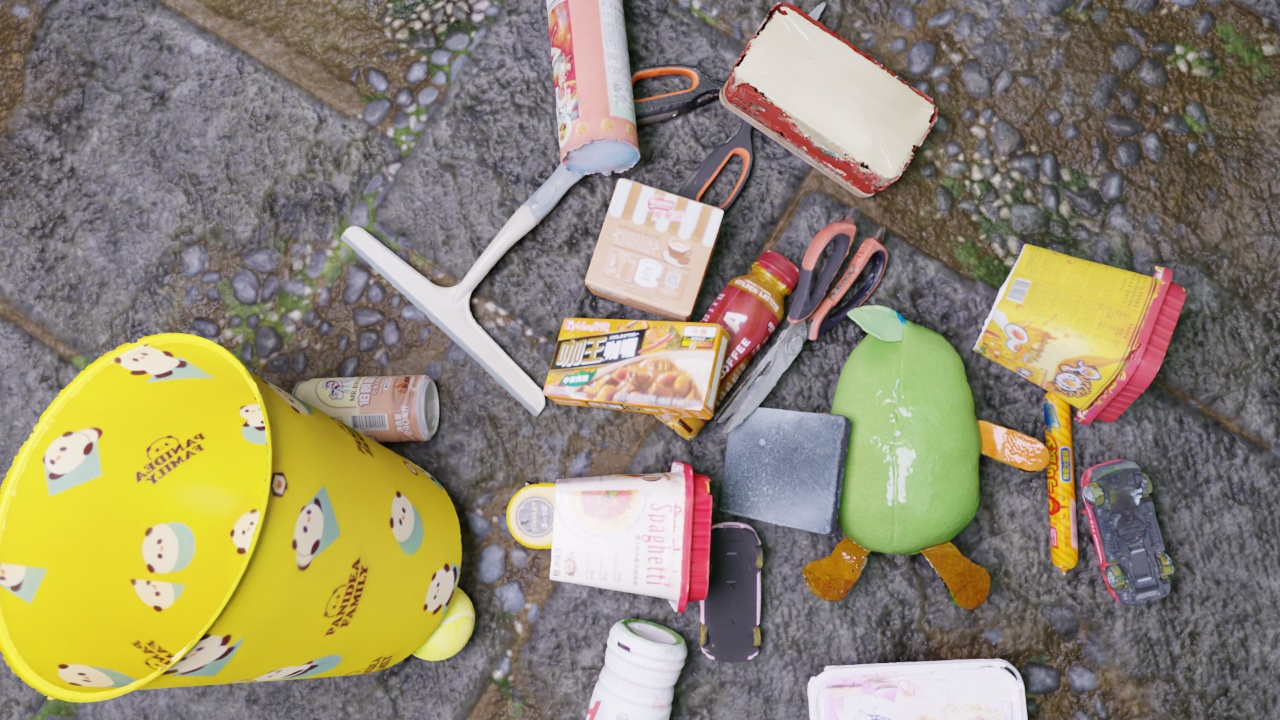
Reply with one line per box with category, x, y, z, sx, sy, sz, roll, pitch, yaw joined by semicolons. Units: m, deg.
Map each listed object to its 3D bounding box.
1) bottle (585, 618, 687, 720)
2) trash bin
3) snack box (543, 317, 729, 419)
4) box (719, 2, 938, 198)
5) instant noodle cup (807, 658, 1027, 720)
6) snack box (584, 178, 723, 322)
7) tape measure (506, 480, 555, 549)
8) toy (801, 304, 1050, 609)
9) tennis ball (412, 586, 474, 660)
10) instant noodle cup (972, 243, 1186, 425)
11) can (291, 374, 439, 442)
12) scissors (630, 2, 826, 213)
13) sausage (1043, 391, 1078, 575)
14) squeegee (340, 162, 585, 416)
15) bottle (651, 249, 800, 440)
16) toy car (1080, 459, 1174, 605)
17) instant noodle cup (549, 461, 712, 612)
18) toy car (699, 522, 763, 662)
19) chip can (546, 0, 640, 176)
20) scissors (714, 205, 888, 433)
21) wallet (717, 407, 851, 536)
bottle;-0.017;0.321;0.770;0.068;0.068;0.197;16;90;4
trash bin;-0.277;0.130;0.676;0.230;0.255;0.229;-8;68;20
snack box;-0.005;0.005;0.772;0.154;0.026;0.075;4;71;29
box;0.160;-0.220;0.781;0.168;0.079;0.091;33;85;-2
instant noodle cup;0.226;0.315;0.760;0.173;0.060;0.138;-4;86;4
snack box;0.013;-0.091;0.791;0.093;0.077;0.094;18;88;4
tape measure;-0.087;0.135;0.804;0.057;0.029;0.060;0;86;2
toy;0.217;0.079;0.763;0.227;0.090;0.246;3;82;16
tennis ball;-0.174;0.222;0.784;0.065;0.065;0.065;0;86;3
instant noodle cup;0.352;-0.027;0.751;0.124;0.116;0.115;25;67;16
can;-0.240;0.043;0.804;0.116;0.058;0.058;-2;86;3
scissors;0.090;-0.226;0.828;0.221;0.022;0.224;6;88;-2
sausage;0.361;0.101;0.787;0.021;0.021;0.165;-1;85;3
squeegee;-0.103;-0.122;0.819;0.246;0.039;0.246;42;89;5
bottle;0.073;-0.016;0.792;0.057;0.057;0.175;37;89;5
toy car;0.404;0.143;0.770;0.053;0.045;0.120;-12;90;0
instant noodle cup;-0.010;0.140;0.751;0.124;0.117;0.116;3;86;-4
toy car;0.077;0.198;0.789;0.056;0.037;0.122;1;98;3
chip can;-0.044;-0.272;0.797;0.071;0.071;0.214;-7;78;2
scissors;0.131;-0.035;0.775;0.205;0.015;0.195;-18;121;-29
wallet;0.118;0.089;0.768;0.121;0.019;0.097;4;85;46
